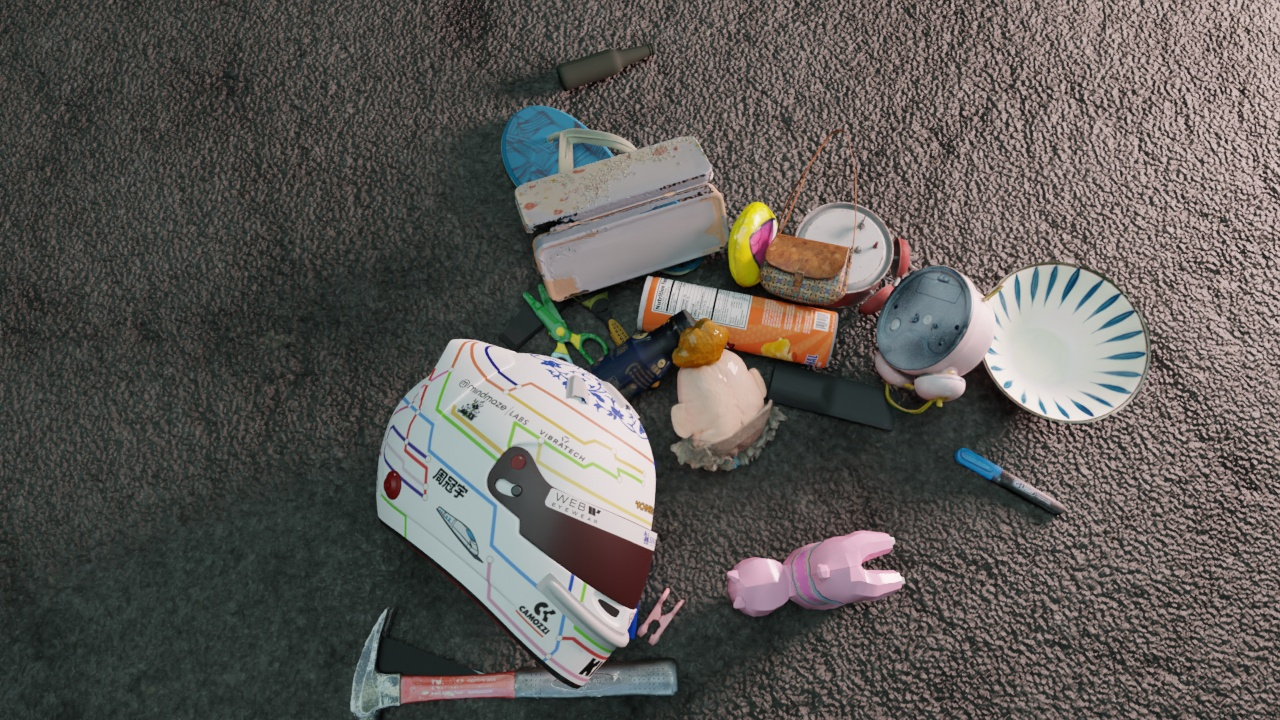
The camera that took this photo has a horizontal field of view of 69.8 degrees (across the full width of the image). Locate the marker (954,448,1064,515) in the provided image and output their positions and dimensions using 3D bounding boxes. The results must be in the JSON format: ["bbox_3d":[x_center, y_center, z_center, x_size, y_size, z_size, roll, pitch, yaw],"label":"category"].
[{"bbox_3d":[0.391,0.128,0.974,0.123,0.015,0.018,30,75,8],"label":"marker"}]

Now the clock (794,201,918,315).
[{"bbox_3d":[0.242,-0.111,1.026,0.157,0.062,0.109,28,76,9],"label":"clock"}]

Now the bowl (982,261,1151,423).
[{"bbox_3d":[0.440,-0.012,0.985,0.177,0.071,0.177,0,73,1],"label":"bowl"}]

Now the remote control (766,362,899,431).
[{"bbox_3d":[0.211,0.039,1.004,0.140,0.021,0.045,15,75,4],"label":"remote control"}]

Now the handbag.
[{"bbox_3d":[0.193,-0.157,0.985,0.093,0.043,0.195,15,87,22],"label":"handbag"}]

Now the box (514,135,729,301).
[{"bbox_3d":[-0.021,-0.161,1.021,0.217,0.094,0.121,-17,118,-4],"label":"box"}]

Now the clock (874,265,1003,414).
[{"bbox_3d":[0.305,-0.019,0.963,0.058,0.117,0.158,22,94,-32],"label":"clock"}]

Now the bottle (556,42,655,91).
[{"bbox_3d":[-0.041,-0.365,1.127,0.123,0.033,0.033,-19,74,-5],"label":"bottle"}]

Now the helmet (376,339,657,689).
[{"bbox_3d":[-0.098,0.120,0.877,0.314,0.231,0.236,36,84,18],"label":"helmet"}]

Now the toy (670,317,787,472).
[{"bbox_3d":[0.076,0.038,0.956,0.132,0.076,0.176,-29,114,-31],"label":"toy"}]

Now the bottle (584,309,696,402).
[{"bbox_3d":[-0.006,0.006,0.979,0.161,0.056,0.056,-35,74,12],"label":"bottle"}]

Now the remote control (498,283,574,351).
[{"bbox_3d":[-0.110,-0.062,1.049,0.039,0.010,0.124,41,79,13],"label":"remote control"}]

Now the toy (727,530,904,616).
[{"bbox_3d":[0.168,0.214,0.908,0.157,0.123,0.067,-5,72,-16],"label":"toy"}]

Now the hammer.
[{"bbox_3d":[-0.126,0.316,0.924,0.326,0.036,0.140,-2,75,1],"label":"hammer"}]

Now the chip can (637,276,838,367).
[{"bbox_3d":[0.106,-0.043,1.009,0.210,0.062,0.062,12,74,5],"label":"chip can"}]

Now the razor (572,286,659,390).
[{"bbox_3d":[-0.022,-0.026,1.030,0.044,0.021,0.144,-27,72,-25],"label":"razor"}]

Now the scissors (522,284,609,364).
[{"bbox_3d":[-0.098,-0.025,1.030,0.078,0.013,0.132,-44,86,-9],"label":"scissors"}]

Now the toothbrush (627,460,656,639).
[{"bbox_3d":[0.000,0.197,0.967,0.011,0.016,0.186,6,72,6],"label":"toothbrush"}]

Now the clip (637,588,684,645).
[{"bbox_3d":[0.015,0.260,0.943,0.039,0.023,0.059,30,78,7],"label":"clip"}]

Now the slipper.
[{"bbox_3d":[-0.047,-0.202,1.065,0.295,0.060,0.118,35,81,10],"label":"slipper"}]

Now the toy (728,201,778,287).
[{"bbox_3d":[0.124,-0.128,1.021,0.041,0.094,0.095,12,96,27],"label":"toy"}]
